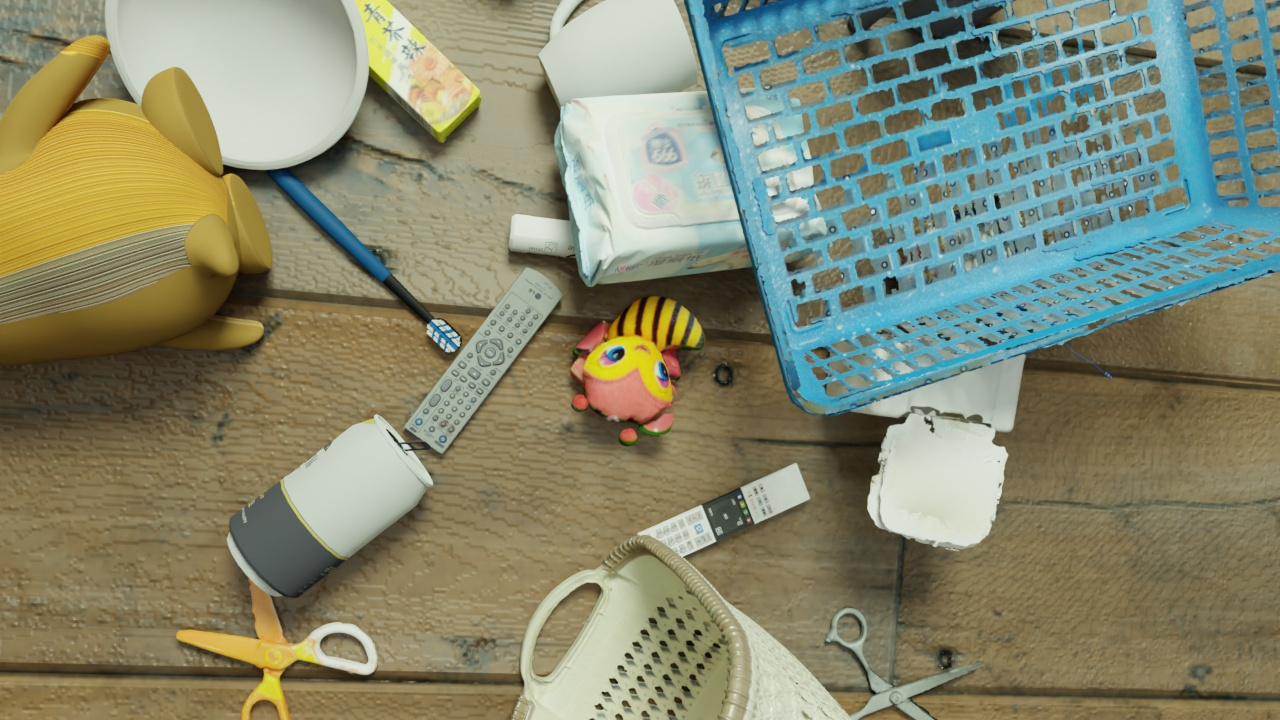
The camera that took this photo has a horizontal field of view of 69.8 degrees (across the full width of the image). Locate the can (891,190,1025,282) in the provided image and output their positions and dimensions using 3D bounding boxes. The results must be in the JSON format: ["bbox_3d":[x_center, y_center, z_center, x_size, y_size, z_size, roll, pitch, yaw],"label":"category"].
[{"bbox_3d":[0.221,-0.084,0.637,0.086,0.086,0.043,-23,94,-10],"label":"can"}]

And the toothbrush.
[{"bbox_3d":[-0.180,-0.067,0.601,0.014,0.014,0.167,-44,98,4],"label":"toothbrush"}]

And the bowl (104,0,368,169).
[{"bbox_3d":[-0.239,-0.195,0.561,0.149,0.043,0.150,-2,118,-3],"label":"bowl"}]

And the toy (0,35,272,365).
[{"bbox_3d":[-0.332,-0.068,0.518,0.203,0.162,0.199,-19,133,-8],"label":"toy"}]

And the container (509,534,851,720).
[{"bbox_3d":[0.018,0.220,0.527,0.143,0.246,0.184,33,88,-17],"label":"container"}]

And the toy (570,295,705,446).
[{"bbox_3d":[-0.004,0.004,0.617,0.084,0.046,0.103,31,73,13],"label":"toy"}]

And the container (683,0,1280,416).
[{"bbox_3d":[0.214,-0.141,0.538,0.362,0.089,0.257,-17,99,-7],"label":"container"}]

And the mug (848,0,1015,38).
[{"bbox_3d":[0.213,-0.269,0.627,0.124,0.104,0.084,-27,95,-9],"label":"mug"}]

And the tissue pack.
[{"bbox_3d":[0.037,-0.115,0.597,0.181,0.070,0.112,-9,77,-17],"label":"tissue pack"}]

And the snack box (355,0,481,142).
[{"bbox_3d":[-0.171,-0.209,0.595,0.148,0.029,0.040,43,82,-7],"label":"snack box"}]

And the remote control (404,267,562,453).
[{"bbox_3d":[-0.104,-0.001,0.614,0.033,0.013,0.136,37,83,-8],"label":"remote control"}]

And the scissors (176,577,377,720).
[{"bbox_3d":[-0.229,0.190,0.592,0.127,0.011,0.125,-13,94,-12],"label":"scissors"}]

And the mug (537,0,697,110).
[{"bbox_3d":[-0.025,-0.213,0.610,0.089,0.071,0.107,-24,66,-1],"label":"mug"}]

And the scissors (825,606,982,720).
[{"bbox_3d":[0.168,0.250,0.663,0.173,0.014,0.141,-34,92,-7],"label":"scissors"}]

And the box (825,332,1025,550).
[{"bbox_3d":[0.189,0.054,0.612,0.108,0.126,0.137,5,91,-11],"label":"box"}]

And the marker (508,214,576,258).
[{"bbox_3d":[-0.025,-0.080,0.623,0.126,0.025,0.025,6,89,-10],"label":"marker"}]

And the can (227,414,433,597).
[{"bbox_3d":[-0.188,0.087,0.573,0.127,0.064,0.064,-38,96,-8],"label":"can"}]

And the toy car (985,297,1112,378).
[{"bbox_3d":[0.303,-0.016,0.676,0.092,0.033,0.062,-2,83,-10],"label":"toy car"}]

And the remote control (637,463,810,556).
[{"bbox_3d":[0.059,0.109,0.644,0.124,0.012,0.028,-22,94,-10],"label":"remote control"}]
